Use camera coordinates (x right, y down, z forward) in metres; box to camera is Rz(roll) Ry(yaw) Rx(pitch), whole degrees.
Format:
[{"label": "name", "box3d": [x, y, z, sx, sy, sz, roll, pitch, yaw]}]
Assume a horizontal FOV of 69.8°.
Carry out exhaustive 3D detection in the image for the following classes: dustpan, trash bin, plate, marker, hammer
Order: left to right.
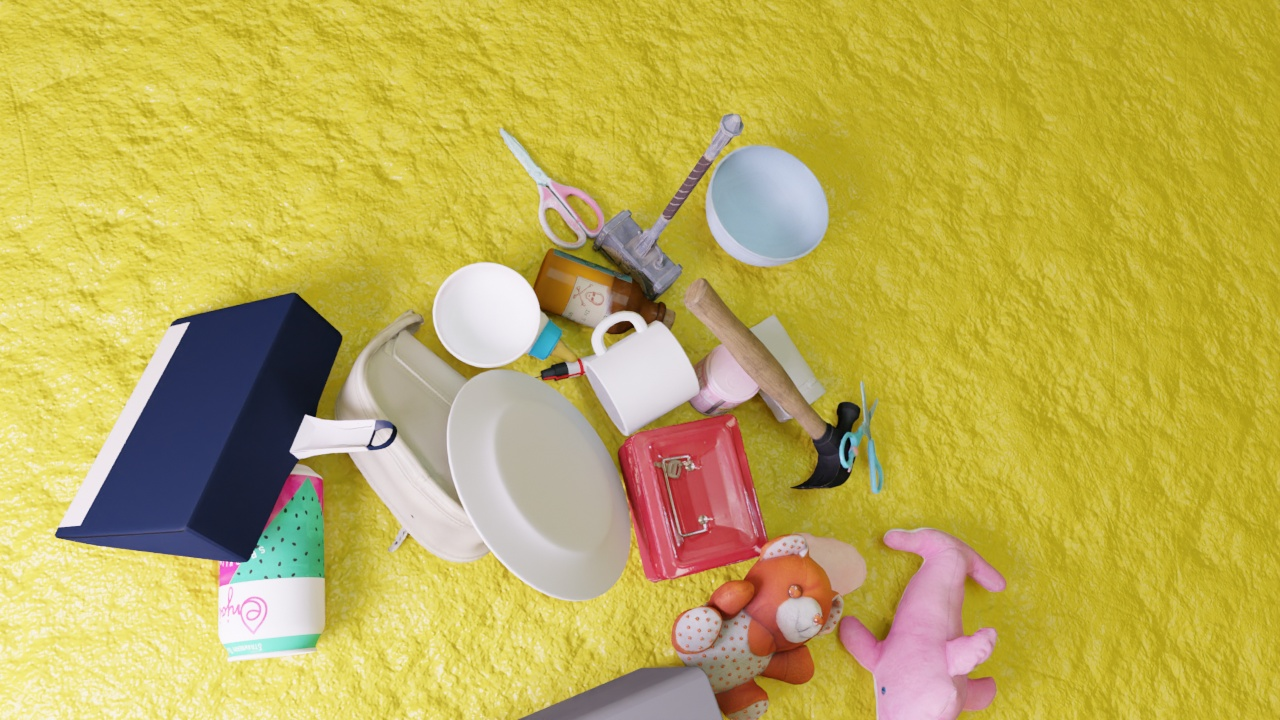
[{"label": "dustpan", "box3d": [-0.343, 0.060, 0.809, 0.080, 0.274, 0.235, 52, 40, -45]}, {"label": "plate", "box3d": [-0.086, 0.112, 0.886, 0.242, 0.016, 0.242, 38, 33, -31]}, {"label": "trash bin", "box3d": [-0.056, 0.352, 0.804, 0.219, 0.192, 0.097, -15, 78, -23]}, {"label": "marker", "box3d": [-0.049, 0.003, 1.013, 0.145, 0.019, 0.019, -13, 77, -21]}, {"label": "hammer", "box3d": [0.035, -0.158, 0.925, 0.098, 0.323, 0.044, 47, 65, 1]}, {"label": "hammer", "box3d": [0.142, 0.026, 0.977, 0.305, 0.040, 0.132, 45, 53, -32]}]

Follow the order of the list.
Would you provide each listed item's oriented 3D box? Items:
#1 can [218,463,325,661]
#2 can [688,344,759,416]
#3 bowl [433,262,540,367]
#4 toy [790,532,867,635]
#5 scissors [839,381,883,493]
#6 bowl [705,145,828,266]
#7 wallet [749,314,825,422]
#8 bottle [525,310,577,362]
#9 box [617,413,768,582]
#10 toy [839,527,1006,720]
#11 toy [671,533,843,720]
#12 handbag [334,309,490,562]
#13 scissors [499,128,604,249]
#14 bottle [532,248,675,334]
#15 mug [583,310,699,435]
[{"label": "can", "box3d": [-0.331, 0.181, 0.827, 0.088, 0.088, 0.165, -1, 73, -18]}, {"label": "can", "box3d": [0.092, 0.022, 1.020, 0.067, 0.076, 0.067, 5, 71, -16]}, {"label": "bowl", "box3d": [-0.154, -0.043, 0.926, 0.105, 0.054, 0.105, 1, 84, -8]}, {"label": "toy", "box3d": [0.188, 0.241, 0.995, 0.108, 0.053, 0.105, 19, 79, -11]}, {"label": "scissors", "box3d": [0.265, 0.098, 1.065, 0.135, 0.015, 0.126, -48, 119, -41]}, {"label": "bowl", "box3d": [0.141, -0.174, 1.100, 0.150, 0.075, 0.150, 6, 71, -17]}, {"label": "wallet", "box3d": [0.158, 0.011, 1.073, 0.086, 0.032, 0.116, -26, 79, -34]}, {"label": "bottle", "box3d": [-0.130, -0.038, 0.983, 0.146, 0.051, 0.051, 32, 66, -5]}, {"label": "box", "box3d": [0.053, 0.144, 0.963, 0.129, 0.087, 0.158, -8, 76, -21]}, {"label": "toy", "box3d": [0.319, 0.300, 0.975, 0.186, 0.128, 0.264, 25, 61, -4]}, {"label": "toy", "box3d": [0.124, 0.266, 0.921, 0.172, 0.093, 0.164, -37, 113, -8]}, {"label": "handbag", "box3d": [-0.206, 0.082, 0.915, 0.229, 0.132, 0.183, 42, 40, -4]}, {"label": "scissors", "box3d": [-0.113, -0.204, 1.064, 0.076, 0.017, 0.174, -37, 87, -23]}, {"label": "bottle", "box3d": [-0.038, -0.067, 1.013, 0.157, 0.068, 0.067, 19, 68, -11]}, {"label": "mug", "box3d": [-0.006, 0.006, 0.969, 0.090, 0.091, 0.121, -30, 108, -11]}]
